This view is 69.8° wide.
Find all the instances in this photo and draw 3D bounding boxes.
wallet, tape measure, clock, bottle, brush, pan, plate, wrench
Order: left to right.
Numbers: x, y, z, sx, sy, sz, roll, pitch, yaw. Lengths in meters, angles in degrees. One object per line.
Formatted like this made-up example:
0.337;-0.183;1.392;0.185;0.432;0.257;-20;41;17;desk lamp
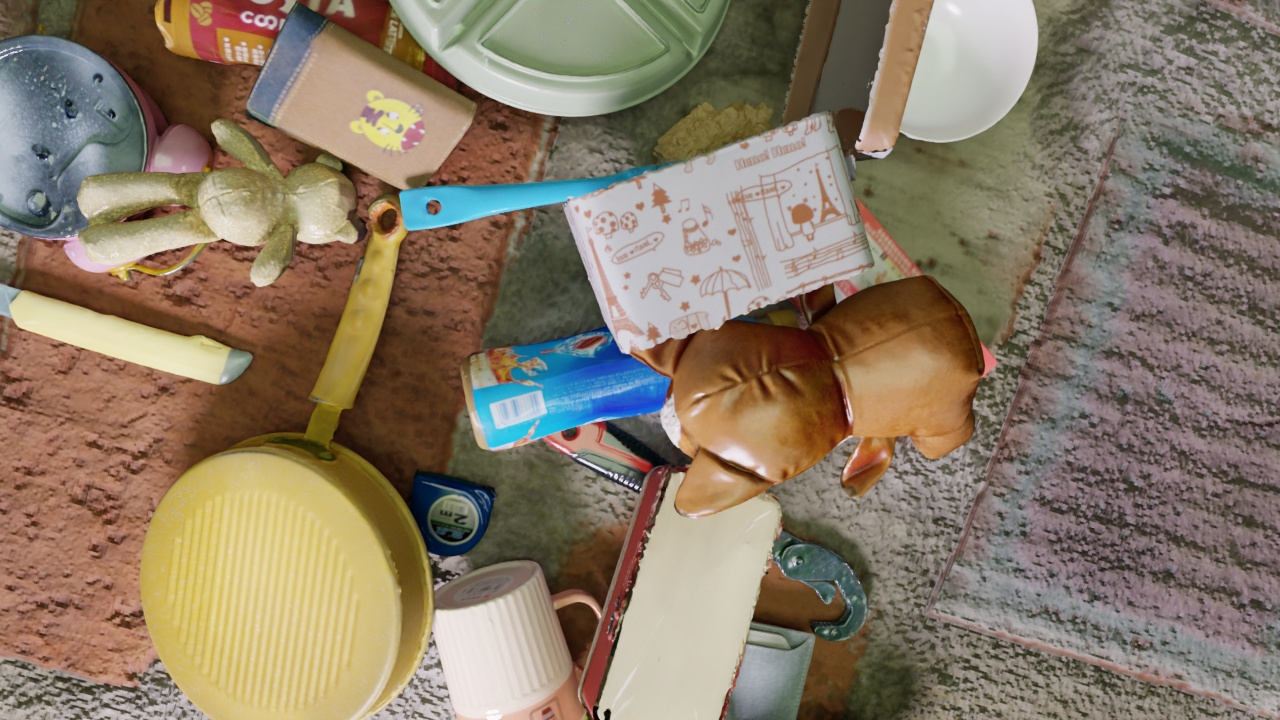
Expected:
-0.334;-0.120;0.563;0.158;0.060;0.117;42;92;-6;clock
-0.207;0.068;0.590;0.198;0.078;0.357;15;99;14;pan
-0.196;-0.200;0.560;0.175;0.057;0.057;10;97;-5;bottle
-0.168;-0.150;0.548;0.115;0.033;0.090;24;137;-27;wallet
-0.130;0.104;0.624;0.058;0.025;0.054;14;99;-2;tape measure
-0.047;-0.263;0.551;0.230;0.027;0.230;0;89;-14;plate
-0.024;-0.114;0.585;0.254;0.046;0.083;-10;102;-8;brush
-0.004;0.003;0.596;0.218;0.065;0.065;-14;99;-7;bottle
0.050;0.109;0.640;0.273;0.016;0.056;35;89;-8;wrench
0.051;0.226;0.647;0.129;0.037;0.106;12;98;-5;wallet

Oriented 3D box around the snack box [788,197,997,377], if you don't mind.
0.164;-0.029;0.623;0.075;0.025;0.153;-43;98;2;snack box

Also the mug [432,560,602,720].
-0.076;0.193;0.614;0.114;0.082;0.106;-17;97;-14;mug

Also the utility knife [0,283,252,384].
-0.357;-0.022;0.594;0.204;0.021;0.031;17;93;-13;utility knife

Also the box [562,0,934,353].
0.069;-0.114;0.487;0.134;0.179;0.271;40;94;-10;box

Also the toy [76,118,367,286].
-0.247;-0.088;0.548;0.157;0.066;0.105;-12;77;-30;toy

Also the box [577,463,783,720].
0.029;0.155;0.580;0.091;0.076;0.168;19;81;-9;box

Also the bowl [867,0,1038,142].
0.180;-0.196;0.581;0.118;0.064;0.118;0;98;-3;bowl

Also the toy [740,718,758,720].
0.035;0.299;0.625;0.156;0.049;0.162;22;110;14;toy

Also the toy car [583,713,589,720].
-0.085;0.275;0.647;0.105;0.032;0.048;-17;99;0;toy car

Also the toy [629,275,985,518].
0.097;0.017;0.545;0.199;0.131;0.140;-15;65;-19;toy
